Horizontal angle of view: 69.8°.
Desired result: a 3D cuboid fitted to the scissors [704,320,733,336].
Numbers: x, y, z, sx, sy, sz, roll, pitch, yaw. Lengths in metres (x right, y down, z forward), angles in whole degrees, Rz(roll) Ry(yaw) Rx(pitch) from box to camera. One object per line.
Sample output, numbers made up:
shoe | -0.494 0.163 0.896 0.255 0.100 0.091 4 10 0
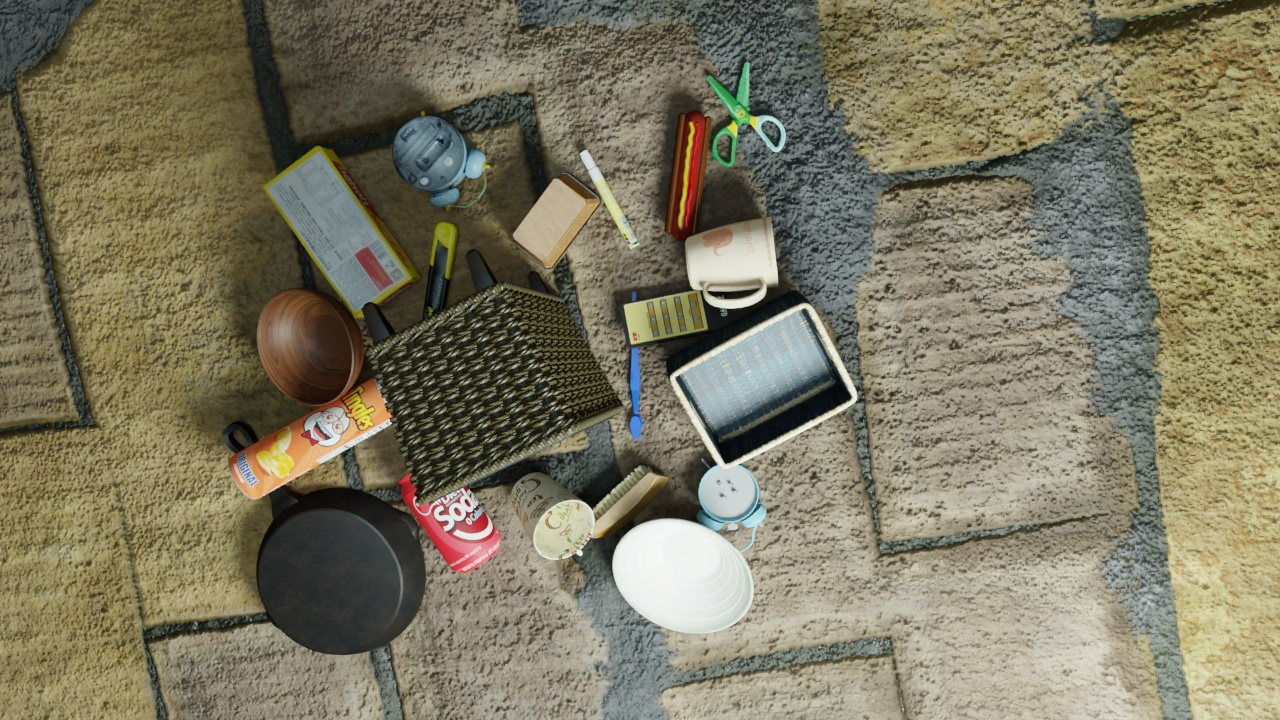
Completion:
scissors | 0.138 -0.049 1.135 0.135 0.015 0.086 -36 91 6

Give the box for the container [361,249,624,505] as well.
container | -0.159 0.010 1.020 0.176 0.321 0.205 -26 88 7

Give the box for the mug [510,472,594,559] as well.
mug | -0.106 0.199 1.144 0.081 0.097 0.122 -41 127 -11

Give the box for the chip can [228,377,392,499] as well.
chip can | -0.405 0.096 1.153 0.210 0.062 0.062 -29 94 -3

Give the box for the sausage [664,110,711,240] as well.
sausage | 0.057 -0.223 1.108 0.040 0.040 0.155 7 97 4

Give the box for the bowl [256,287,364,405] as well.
bowl | -0.397 -0.023 1.147 0.147 0.068 0.147 6 106 21

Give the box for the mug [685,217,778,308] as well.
mug | 0.108 -0.110 1.086 0.104 0.085 0.111 -6 56 9

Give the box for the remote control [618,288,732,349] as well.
remote control | 0.044 -0.054 1.130 0.133 0.013 0.058 -12 79 2

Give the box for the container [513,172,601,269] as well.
container | -0.105 -0.170 1.115 0.063 0.061 0.114 38 98 0

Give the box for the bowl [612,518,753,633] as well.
bowl | 0.057 0.253 1.139 0.177 0.057 0.177 8 120 14

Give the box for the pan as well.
pan | -0.436 0.231 1.197 0.249 0.043 0.356 -35 93 8

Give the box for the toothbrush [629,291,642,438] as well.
toothbrush | -0.007 0.007 1.153 0.016 0.011 0.187 0 97 5

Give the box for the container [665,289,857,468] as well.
container | 0.143 0.022 1.100 0.187 0.071 0.145 -28 107 7

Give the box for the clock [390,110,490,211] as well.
clock | -0.244 -0.242 1.124 0.124 0.051 0.089 43 96 -2

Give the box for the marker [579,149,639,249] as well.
marker | -0.038 -0.198 1.131 0.014 0.014 0.132 -28 94 7

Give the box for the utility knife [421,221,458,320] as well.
utility knife | -0.257 -0.090 1.159 0.029 0.020 0.171 11 98 5

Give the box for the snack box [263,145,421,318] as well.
snack box | -0.373 -0.159 1.148 0.092 0.042 0.200 -34 93 7

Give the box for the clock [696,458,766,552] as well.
clock | 0.112 0.182 1.149 0.087 0.042 0.123 -7 94 5

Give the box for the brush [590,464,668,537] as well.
brush | -0.019 0.177 1.157 0.117 0.049 0.039 -42 69 9

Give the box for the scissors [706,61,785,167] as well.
scissors | 0.129 -0.296 1.107 0.119 0.012 0.129 9 99 2

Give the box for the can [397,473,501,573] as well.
can | -0.241 0.195 1.162 0.074 0.074 0.142 -33 93 7
